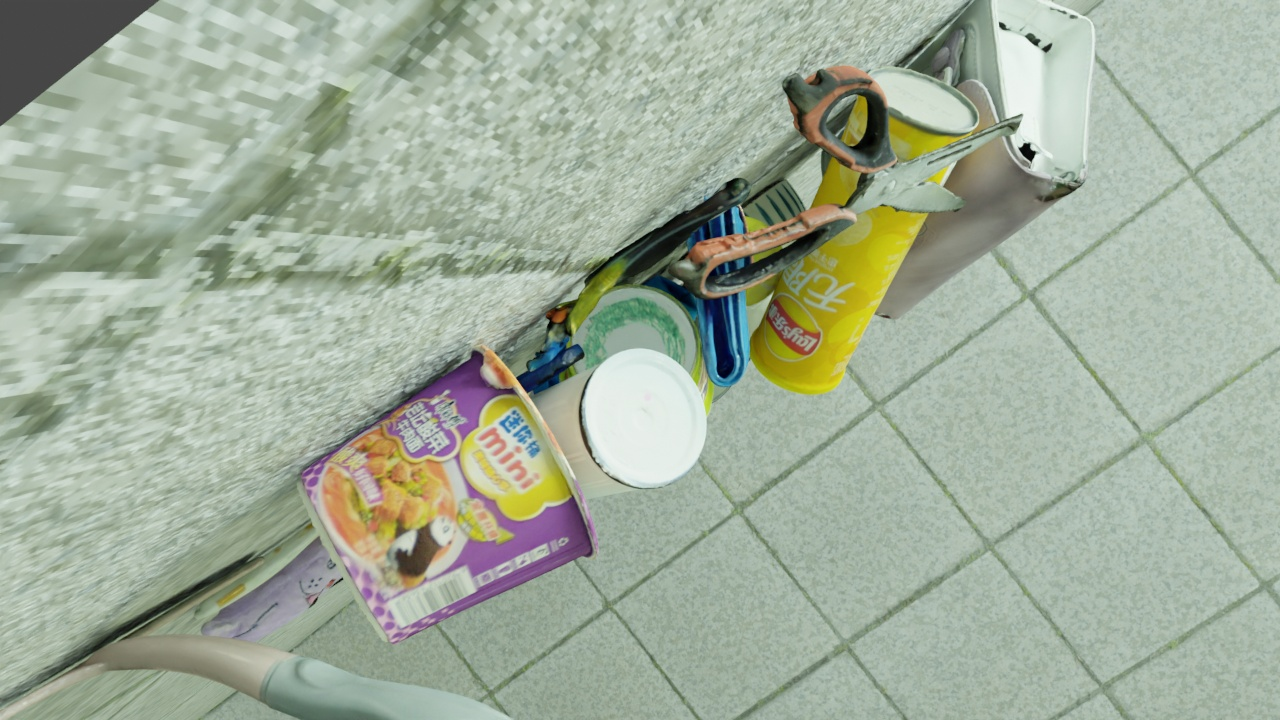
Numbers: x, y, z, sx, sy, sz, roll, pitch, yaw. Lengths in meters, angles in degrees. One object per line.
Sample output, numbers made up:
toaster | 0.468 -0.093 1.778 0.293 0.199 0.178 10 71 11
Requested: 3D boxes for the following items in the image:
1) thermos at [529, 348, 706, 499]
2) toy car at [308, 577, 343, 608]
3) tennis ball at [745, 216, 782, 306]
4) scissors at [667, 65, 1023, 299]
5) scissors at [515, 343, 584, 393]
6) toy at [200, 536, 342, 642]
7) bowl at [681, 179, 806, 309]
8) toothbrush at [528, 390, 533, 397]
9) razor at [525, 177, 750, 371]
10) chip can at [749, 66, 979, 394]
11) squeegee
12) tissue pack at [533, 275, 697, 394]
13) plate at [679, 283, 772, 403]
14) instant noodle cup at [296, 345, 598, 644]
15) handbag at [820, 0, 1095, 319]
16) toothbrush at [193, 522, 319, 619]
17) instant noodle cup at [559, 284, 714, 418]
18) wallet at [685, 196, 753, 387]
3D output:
thermos | -0.049 0.048 0.524 0.073 0.073 0.225 -37 -173 -30
toy car | -0.215 0.141 0.665 0.155 0.041 0.071 -33 176 -17
tennis ball | 0.070 -0.070 0.655 0.065 0.065 0.065 -38 178 -2
scissors | 0.109 -0.088 0.466 0.189 0.015 0.226 -42 151 13
scissors | -0.105 0.036 0.527 0.173 0.012 0.162 -31 -176 4
toy | -0.225 0.143 0.581 0.107 0.039 0.084 -36 171 -24
bowl | 0.092 -0.084 0.741 0.116 0.066 0.116 -39 179 -1
toothbrush | -0.144 0.076 0.845 0.021 0.029 0.190 23 131 -40
razor | -0.004 -0.047 0.461 0.143 0.022 0.042 -38 -172 16
chip can | 0.135 -0.074 0.589 0.071 0.072 0.214 -37 155 -42
squeegee | -0.150 0.133 0.369 0.250 0.040 0.247 3 -167 18
tissue pack | -0.021 -0.004 0.716 0.157 0.052 0.095 -38 178 -8
plate | 0.037 -0.025 0.806 0.164 0.034 0.163 6 -134 47
instant noodle cup | -0.088 0.063 0.406 0.099 0.111 0.112 -28 175 -16
handbag | 0.205 -0.133 0.629 0.197 0.098 0.144 135 -38 -61
toothbrush | -0.184 0.097 0.563 0.016 0.018 0.190 7 -144 47
instant noodle cup | -0.004 0.004 0.601 0.111 0.111 0.123 -38 170 -7
wallet | 0.050 -0.043 0.553 0.040 0.106 0.133 -5 -176 6
